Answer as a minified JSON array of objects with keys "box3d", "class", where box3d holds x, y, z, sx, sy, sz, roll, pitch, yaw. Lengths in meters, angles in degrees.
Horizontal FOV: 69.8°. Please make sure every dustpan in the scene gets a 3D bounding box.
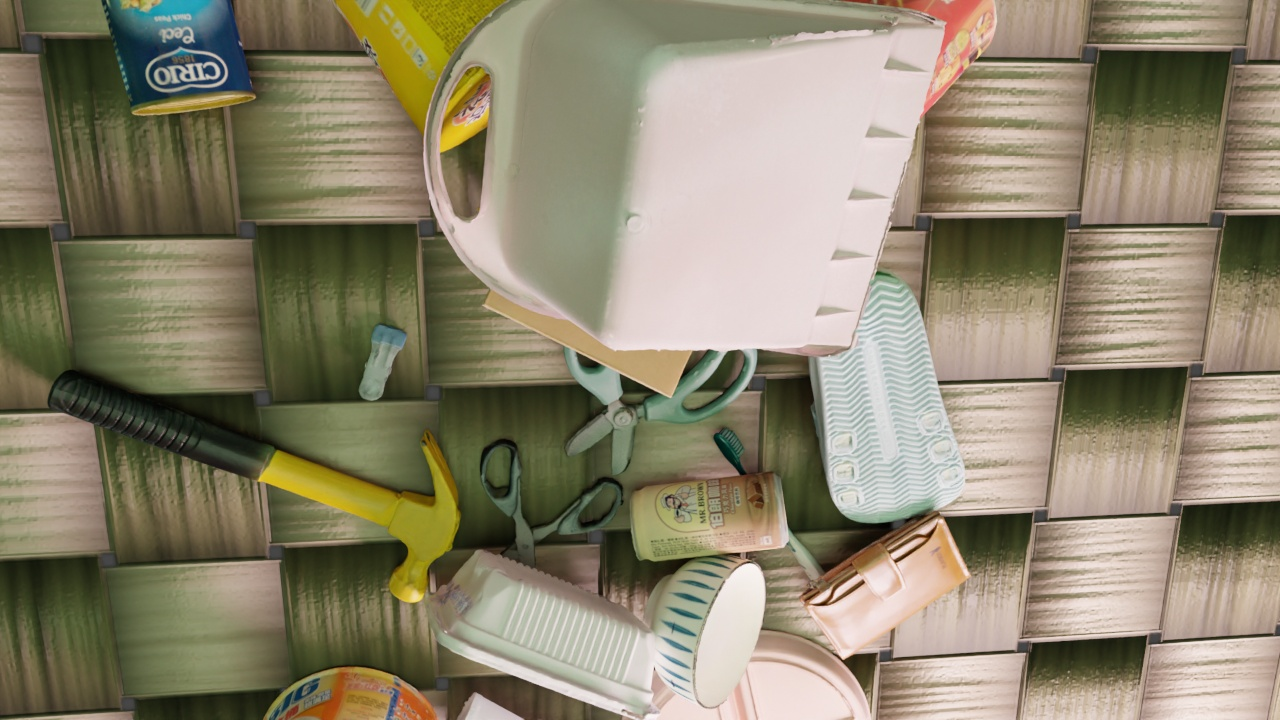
[{"box3d":[0.023,-0.118,0.553,0.272,0.139,0.223,-7,121,-36],"class":"dustpan"}]

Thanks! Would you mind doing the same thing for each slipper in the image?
[{"box3d":[0.177,0.030,0.699,0.104,0.074,0.246,-18,122,4],"class":"slipper"}]

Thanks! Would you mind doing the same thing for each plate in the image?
[{"box3d":[0.093,0.342,0.794,0.229,0.028,0.230,-1,105,-6],"class":"plate"}]

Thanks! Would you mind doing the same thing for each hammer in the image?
[{"box3d":[-0.277,0.076,0.681,0.300,0.033,0.129,22,100,-12],"class":"hammer"}]

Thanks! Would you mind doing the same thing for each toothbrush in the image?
[{"box3d":[0.115,0.130,0.750,0.018,0.016,0.191,-46,109,-31],"class":"toothbrush"}]

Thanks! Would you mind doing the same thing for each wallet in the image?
[{"box3d":[0.197,0.179,0.747,0.131,0.035,0.119,-34,134,3],"class":"wallet"}]

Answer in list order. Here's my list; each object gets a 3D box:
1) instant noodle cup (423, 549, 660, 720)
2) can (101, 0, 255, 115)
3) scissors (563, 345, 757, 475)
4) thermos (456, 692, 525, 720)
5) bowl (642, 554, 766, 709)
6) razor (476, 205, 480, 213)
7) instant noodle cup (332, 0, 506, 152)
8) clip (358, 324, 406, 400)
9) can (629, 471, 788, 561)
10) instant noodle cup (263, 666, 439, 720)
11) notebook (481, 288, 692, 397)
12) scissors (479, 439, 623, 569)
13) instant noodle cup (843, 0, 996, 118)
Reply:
[{"box3d":[-0.067,0.197,0.684,0.173,0.138,0.060,25,82,-17],"class":"instant noodle cup"},{"box3d":[-0.298,-0.218,0.583,0.075,0.075,0.111,-10,104,-4],"class":"can"},{"box3d":[-0.004,0.004,0.691,0.170,0.019,0.181,-33,119,6],"class":"scissors"},{"box3d":[-0.055,0.347,0.742,0.220,0.070,0.070,29,99,-4],"class":"thermos"},{"box3d":[0.044,0.205,0.722,0.066,0.116,0.116,12,106,32],"class":"bowl"},{"box3d":[-0.059,-0.080,0.668,0.132,0.028,0.043,26,111,-18],"class":"razor"},{"box3d":[-0.118,-0.217,0.580,0.138,0.138,0.110,-39,96,4],"class":"instant noodle cup"},{"box3d":[-0.193,0.002,0.679,0.024,0.027,0.056,20,91,-13],"class":"clip"},{"box3d":[0.053,0.121,0.708,0.116,0.058,0.058,-8,105,7],"class":"can"},{"box3d":[-0.233,0.334,0.710,0.151,0.111,0.151,-1,104,-6],"class":"instant noodle cup"},{"box3d":[0.000,-0.100,0.650,0.149,0.012,0.211,26,82,-14],"class":"notebook"},{"box3d":[-0.087,0.143,0.733,0.159,0.014,0.181,-11,108,-2],"class":"scissors"},{"box3d":[0.157,-0.218,0.611,0.108,0.138,0.138,-40,105,-5],"class":"instant noodle cup"}]
